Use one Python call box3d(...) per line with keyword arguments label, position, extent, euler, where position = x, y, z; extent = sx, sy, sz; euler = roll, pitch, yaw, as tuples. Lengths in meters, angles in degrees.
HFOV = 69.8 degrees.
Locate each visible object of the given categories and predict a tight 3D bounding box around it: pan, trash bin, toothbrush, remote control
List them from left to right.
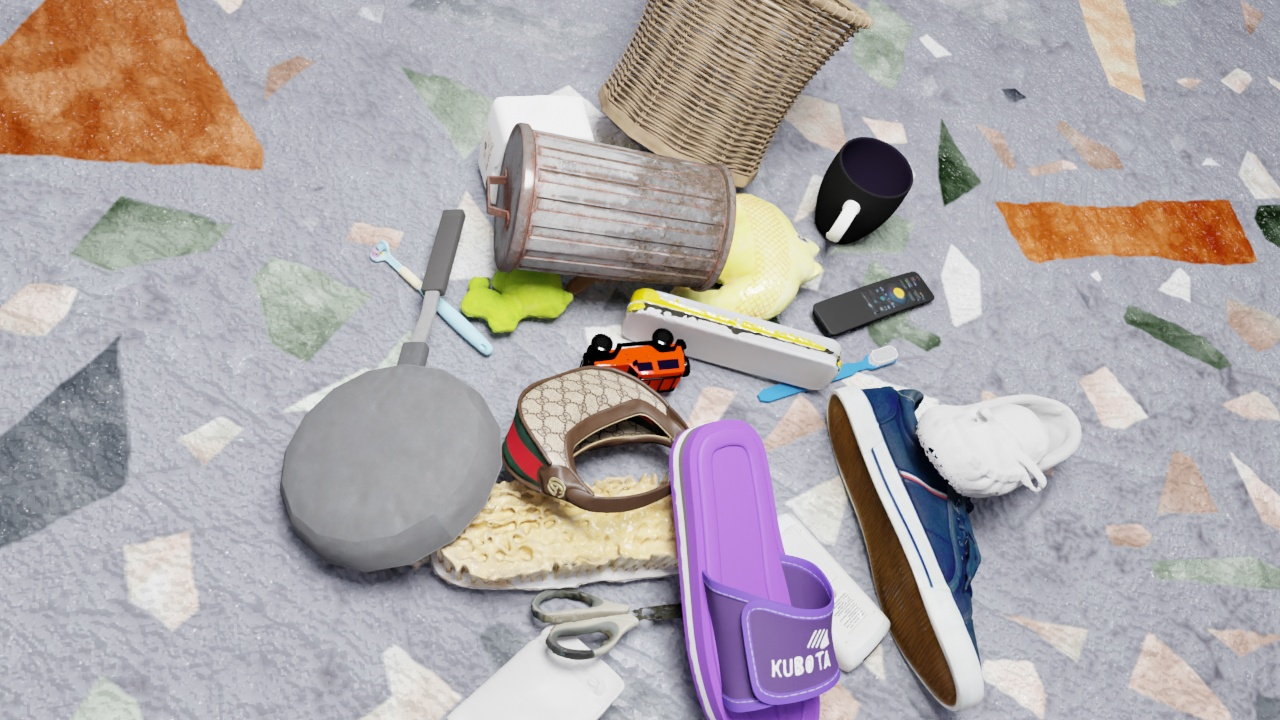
box3d(label="pan", position=(-0.193, 0.001, 0.769), extent=(0.179, 0.041, 0.356), euler=(-1, 54, 10))
box3d(label="toothbrush", position=(-0.193, -0.057, 0.850), extent=(0.155, 0.016, 0.022), euler=(41, 95, 11))
box3d(label="trash bin", position=(-0.035, -0.135, 0.834), extent=(0.211, 0.131, 0.130), euler=(6, 59, -18))
box3d(label="toothbrush", position=(-0.011, -0.115, 0.923), extent=(0.166, 0.016, 0.016), euler=(-39, 97, -21))
box3d(label="remote control", position=(0.152, 0.197, 0.791), extent=(0.060, 0.026, 0.138), euler=(-35, 77, -29))
box3d(label="toothbrush", position=(0.189, 0.014, 0.915), extent=(0.166, 0.014, 0.016), euler=(-16, 66, -22))
box3d(label="remote control", position=(0.247, -0.060, 0.971), extent=(0.151, 0.020, 0.041), euler=(-19, 66, -25))

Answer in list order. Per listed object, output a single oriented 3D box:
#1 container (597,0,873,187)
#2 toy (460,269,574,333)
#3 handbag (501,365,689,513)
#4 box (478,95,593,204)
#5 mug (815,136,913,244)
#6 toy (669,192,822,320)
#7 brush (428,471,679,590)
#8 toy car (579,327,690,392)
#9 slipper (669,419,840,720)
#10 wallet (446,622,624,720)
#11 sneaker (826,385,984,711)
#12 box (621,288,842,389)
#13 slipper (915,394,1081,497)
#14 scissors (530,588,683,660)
box3d(label="container", position=(0.083, -0.310, 0.926), extent=(0.227, 0.197, 0.226), euler=(24, 28, -14))
box3d(label="toy", position=(-0.116, -0.061, 0.863), extent=(0.094, 0.036, 0.093), euler=(28, 62, 10))
box3d(label="handbag", position=(-0.027, 0.067, 0.757), extent=(0.138, 0.063, 0.166), euler=(38, 33, 25))
box3d(label="box", position=(-0.066, -0.200, 0.917), extent=(0.190, 0.111, 0.083), euler=(9, 60, -14))
box3d(label="mug", position=(0.223, -0.163, 0.975), extent=(0.085, 0.100, 0.118), euler=(32, 57, 4))
box3d(label="toy", position=(0.107, -0.107, 0.936), extent=(0.155, 0.065, 0.170), euler=(-1, 57, 2))
box3d(label="brush", position=(-0.036, 0.140, 0.754), extent=(0.271, 0.057, 0.083), euler=(0, 60, -15))
box3d(label="toy car", position=(-0.005, 0.005, 0.844), extent=(0.100, 0.051, 0.048), euler=(-5, 60, -18))
box3d(label="slipper", position=(0.096, 0.174, 0.695), extent=(0.107, 0.084, 0.266), euler=(-6, 82, -36))
box3d(label="wallet", position=(-0.077, 0.261, 0.691), extent=(0.116, 0.032, 0.086), euler=(-34, 64, -30))
box3d(label="sneaker", position=(0.262, 0.150, 0.804), extent=(0.127, 0.121, 0.294), euler=(-7, 59, -5))
box3d(label="box", position=(0.087, -0.020, 0.871), extent=(0.209, 0.064, 0.033), euler=(16, 61, -2))
box3d(label="slipper", position=(0.331, 0.073, 0.831), extent=(0.246, 0.075, 0.112), euler=(-1, 42, -45))
box3d(label="scissors", position=(-0.003, 0.210, 0.728), extent=(0.170, 0.013, 0.131), euler=(14, 21, 2))
